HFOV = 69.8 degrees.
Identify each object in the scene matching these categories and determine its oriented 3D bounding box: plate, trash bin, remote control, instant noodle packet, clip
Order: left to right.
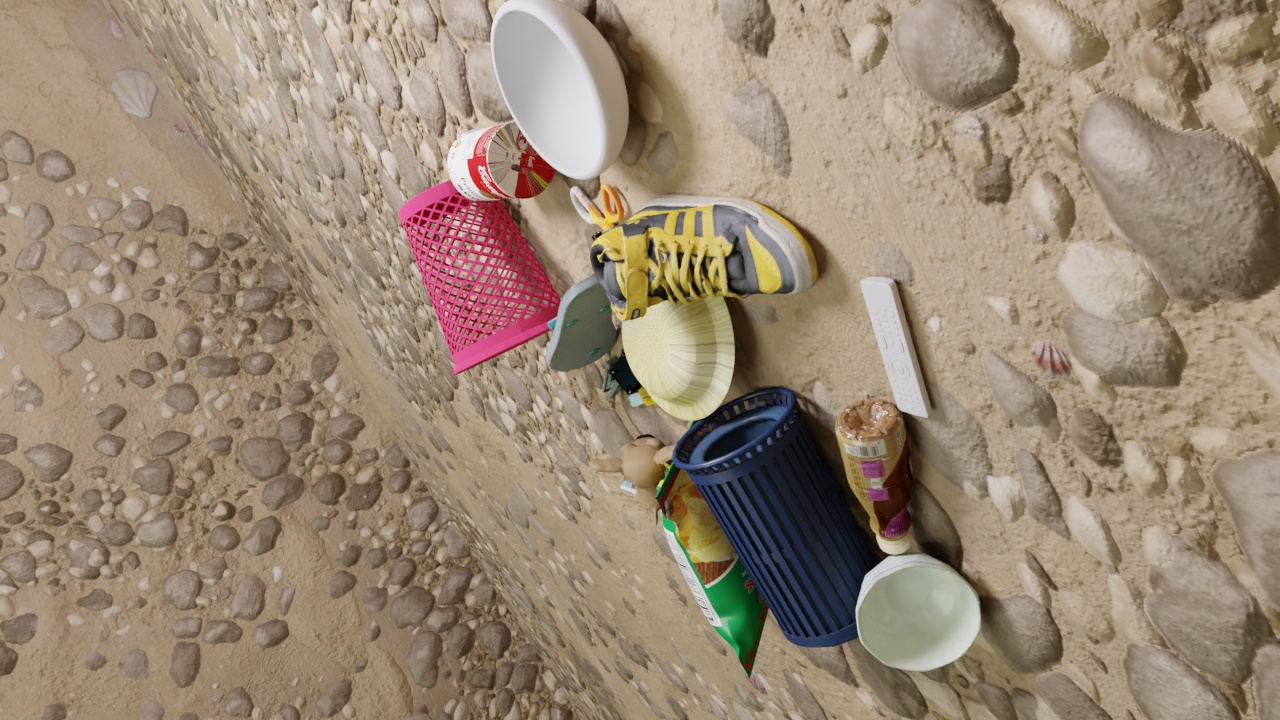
[{"bbox_3d":[-0.031,0.032,1.247,0.050,0.023,0.078,42,151,29],"label":"clip"},{"bbox_3d":[0.024,-0.023,0.978,0.184,0.036,0.184,22,117,50],"label":"plate"},{"bbox_3d":[0.098,0.203,1.066,0.090,0.195,0.253,-16,111,27],"label":"instant noodle packet"},{"bbox_3d":[0.154,0.169,0.954,0.249,0.139,0.139,59,155,-14],"label":"trash bin"},{"bbox_3d":[0.214,-0.011,0.763,0.033,0.012,0.131,18,137,56],"label":"remote control"}]

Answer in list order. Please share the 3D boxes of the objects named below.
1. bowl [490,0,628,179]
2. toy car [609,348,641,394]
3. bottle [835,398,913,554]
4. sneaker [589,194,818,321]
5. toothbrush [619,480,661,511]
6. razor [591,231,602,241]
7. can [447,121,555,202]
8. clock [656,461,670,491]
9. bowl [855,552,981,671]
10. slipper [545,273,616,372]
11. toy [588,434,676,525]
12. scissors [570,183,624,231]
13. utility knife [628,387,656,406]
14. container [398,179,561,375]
[{"bbox_3d":[-0.065,-0.266,0.875,0.176,0.066,0.177,41,152,27],"label":"bowl"},{"bbox_3d":[-0.007,0.007,1.156,0.046,0.034,0.112,50,154,9],"label":"toy car"},{"bbox_3d":[0.224,0.114,0.849,0.060,0.059,0.166,25,144,48],"label":"bottle"},{"bbox_3d":[0.042,-0.088,0.845,0.239,0.121,0.086,22,141,52],"label":"sneaker"},{"bbox_3d":[0.031,0.208,1.354,0.027,0.026,0.223,44,163,-29],"label":"toothbrush"},{"bbox_3d":[-0.014,-0.084,1.055,0.144,0.022,0.043,55,155,-13],"label":"razor"},{"bbox_3d":[-0.164,-0.231,1.074,0.116,0.086,0.087,12,132,56],"label":"can"},{"bbox_3d":[0.075,0.172,1.178,0.118,0.057,0.083,41,162,-32],"label":"clock"},{"bbox_3d":[0.265,0.236,0.892,0.117,0.117,0.061,60,-167,-12],"label":"bowl"},{"bbox_3d":[-0.078,-0.051,1.109,0.054,0.098,0.269,58,166,13],"label":"slipper"},{"bbox_3d":[0.010,0.154,1.253,0.105,0.134,0.108,-87,-19,-55],"label":"toy"},{"bbox_3d":[-0.040,-0.155,1.037,0.128,0.011,0.125,39,153,32],"label":"scissors"},{"bbox_3d":[0.024,0.042,1.175,0.030,0.017,0.191,65,158,-1],"label":"utility knife"},{"bbox_3d":[-0.216,-0.121,1.226,0.226,0.182,0.183,65,155,-3],"label":"container"}]
